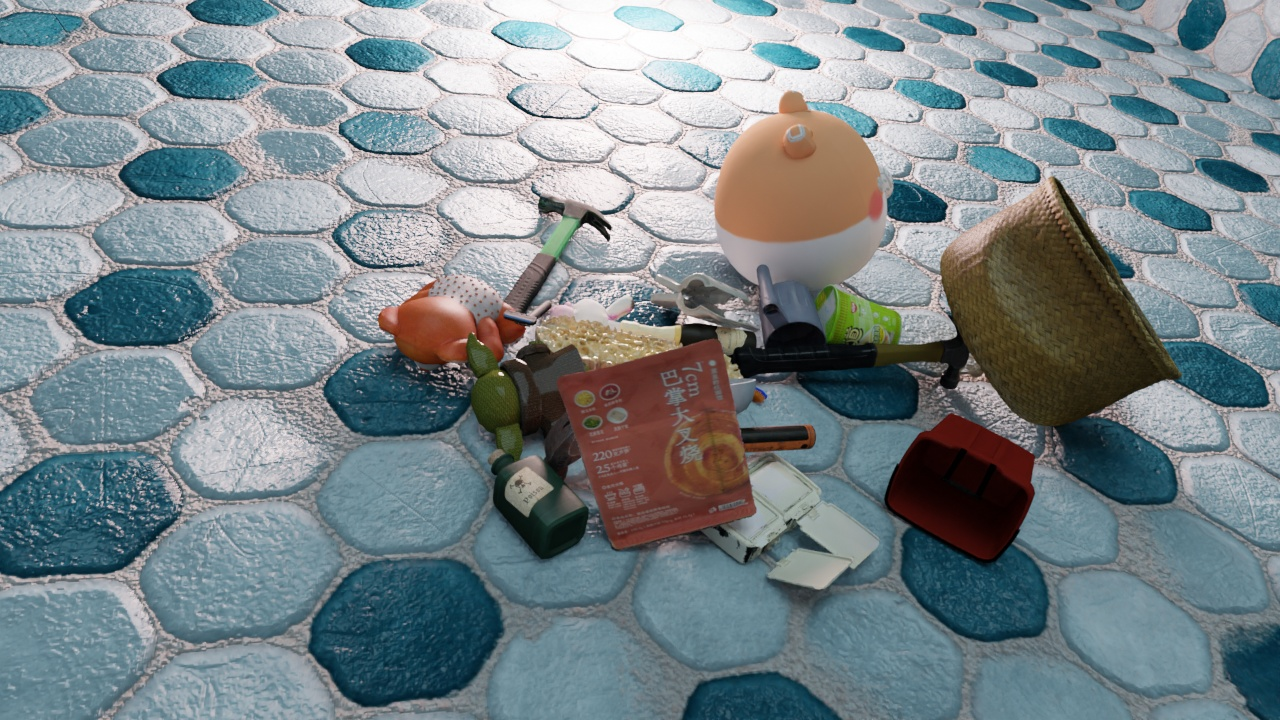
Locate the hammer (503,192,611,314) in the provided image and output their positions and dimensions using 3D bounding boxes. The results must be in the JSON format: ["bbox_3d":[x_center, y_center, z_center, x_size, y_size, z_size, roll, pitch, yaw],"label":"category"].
[{"bbox_3d":[-0.137,-0.151,1.351,0.130,0.032,0.317,17,40,6],"label":"hammer"}]

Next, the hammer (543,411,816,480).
[{"bbox_3d":[0.052,0.085,1.026,0.314,0.138,0.035,-1,55,-16],"label":"hammer"}]

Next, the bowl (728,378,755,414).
[{"bbox_3d":[0.083,0.046,1.068,0.106,0.039,0.106,-6,2,0],"label":"bowl"}]

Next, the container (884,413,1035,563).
[{"bbox_3d":[0.361,0.150,1.039,0.148,0.127,0.200,29,32,21],"label":"container"}]

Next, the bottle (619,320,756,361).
[{"bbox_3d":[0.062,-0.030,1.235,0.184,0.045,0.045,9,39,-10],"label":"bottle"}]

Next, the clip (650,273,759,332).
[{"bbox_3d":[0.090,-0.093,1.273,0.152,0.096,0.126,33,9,32],"label":"clip"}]

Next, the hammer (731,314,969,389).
[{"bbox_3d":[0.287,-0.006,1.235,0.333,0.118,0.025,-2,38,-9],"label":"hammer"}]

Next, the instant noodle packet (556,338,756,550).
[{"bbox_3d":[0.019,0.080,0.929,0.164,0.221,0.083,-14,42,3],"label":"instant noodle packet"}]

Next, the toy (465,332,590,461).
[{"bbox_3d":[-0.124,0.040,1.082,0.152,0.078,0.179,-14,68,-22],"label":"toy"}]

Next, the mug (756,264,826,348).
[{"bbox_3d":[0.198,-0.064,1.266,0.084,0.124,0.103,-28,33,20],"label":"mug"}]

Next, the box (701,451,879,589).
[{"bbox_3d":[0.161,0.177,1.016,0.184,0.050,0.143,35,44,28],"label":"box"}]

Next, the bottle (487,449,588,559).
[{"bbox_3d":[-0.118,0.142,0.975,0.061,0.061,0.131,-22,50,-36],"label":"bottle"}]

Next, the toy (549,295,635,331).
[{"bbox_3d":[-0.063,-0.056,1.250,0.122,0.038,0.079,4,52,-10],"label":"toy"}]

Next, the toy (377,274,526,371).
[{"bbox_3d":[-0.243,-0.043,1.155,0.164,0.093,0.172,23,28,9],"label":"toy"}]

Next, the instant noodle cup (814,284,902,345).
[{"bbox_3d":[0.304,-0.048,1.297,0.108,0.099,0.098,12,38,-12],"label":"instant noodle cup"}]

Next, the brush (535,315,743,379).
[{"bbox_3d":[-0.007,0.007,1.172,0.271,0.057,0.083,16,42,5],"label":"brush"}]

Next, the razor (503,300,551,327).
[{"bbox_3d":[-0.141,-0.060,1.211,0.043,0.022,0.144,16,13,6],"label":"razor"}]

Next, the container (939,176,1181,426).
[{"bbox_3d":[0.542,-0.064,1.218,0.307,0.197,0.306,37,36,-33],"label":"container"}]

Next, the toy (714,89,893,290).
[{"bbox_3d":[0.240,-0.245,1.368,0.266,0.281,0.262,-6,38,9],"label":"toy"}]

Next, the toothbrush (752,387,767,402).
[{"bbox_3d":[0.082,0.016,1.216,0.182,0.016,0.018,22,45,12],"label":"toothbrush"}]
